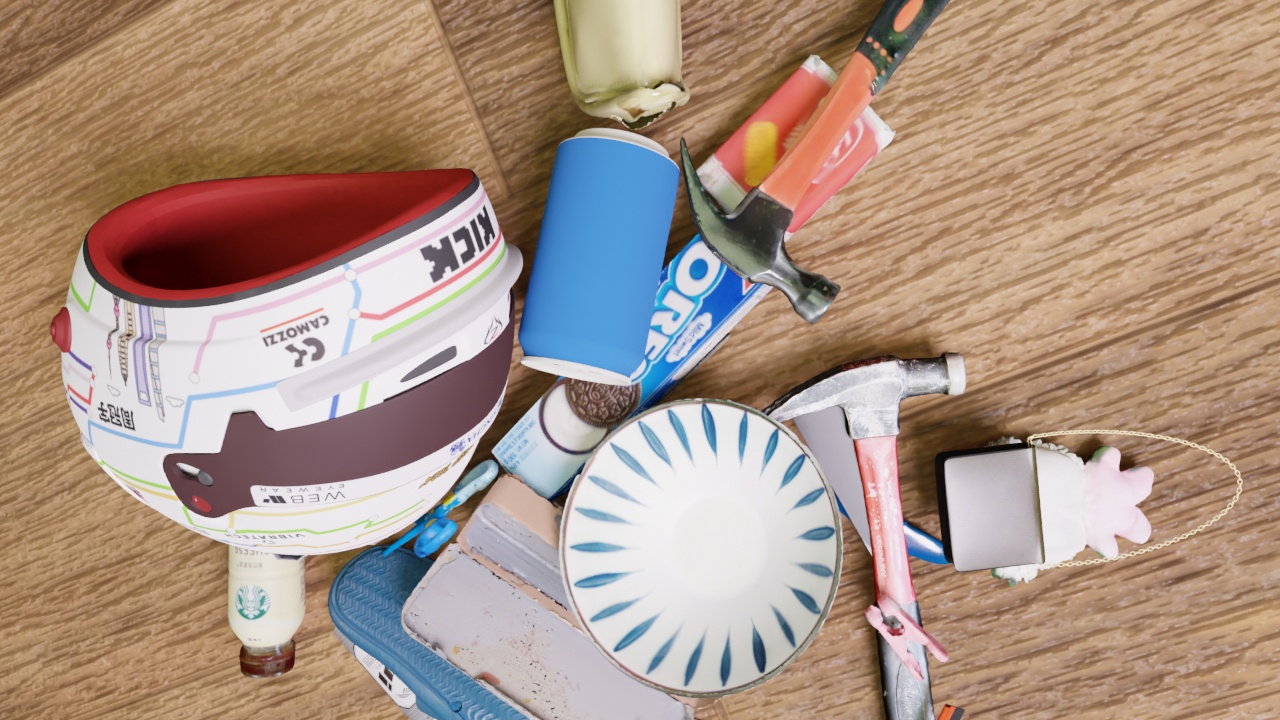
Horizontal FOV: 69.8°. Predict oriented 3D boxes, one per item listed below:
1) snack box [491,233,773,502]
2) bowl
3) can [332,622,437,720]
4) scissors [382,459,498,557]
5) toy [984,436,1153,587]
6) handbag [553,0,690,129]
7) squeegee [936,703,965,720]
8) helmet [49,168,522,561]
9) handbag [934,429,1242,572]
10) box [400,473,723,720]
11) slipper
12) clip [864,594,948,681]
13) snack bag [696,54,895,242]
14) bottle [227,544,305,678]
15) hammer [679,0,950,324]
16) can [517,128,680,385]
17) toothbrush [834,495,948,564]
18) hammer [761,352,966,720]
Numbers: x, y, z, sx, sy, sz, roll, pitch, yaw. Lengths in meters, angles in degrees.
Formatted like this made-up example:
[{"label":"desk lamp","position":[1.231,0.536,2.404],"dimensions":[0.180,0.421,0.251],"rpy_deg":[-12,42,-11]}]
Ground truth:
[{"label":"snack box","position":[-0.004,0.004,0.633],"dimensions":[0.227,0.059,0.059],"rpy_deg":[-45,82,12]},{"label":"bowl","position":[0.043,0.117,0.581],"dimensions":[0.177,0.071,0.177],"rpy_deg":[-5,75,19]},{"label":"can","position":[-0.184,0.227,0.697],"dimensions":[0.044,0.044,0.106],"rpy_deg":[-44,86,12]},{"label":"scissors","position":[-0.141,0.104,0.650],"dimensions":[0.019,0.132,0.104],"rpy_deg":[48,65,-12]},{"label":"toy","position":[0.274,0.094,0.593],"dimensions":[0.109,0.041,0.096],"rpy_deg":[-4,95,6]},{"label":"handbag","position":[-0.017,-0.262,0.558],"dimensions":[0.088,0.190,0.233],"rpy_deg":[-5,107,-5]},{"label":"squeegee","position":[0.082,0.310,0.616],"dimensions":[0.184,0.055,0.250],"rpy_deg":[10,113,-14]},{"label":"helmet","position":[-0.207,0.008,0.584],"dimensions":[0.315,0.230,0.236],"rpy_deg":[3,122,25]},{"label":"handbag","position":[0.274,0.083,0.562],"dimensions":[0.178,0.027,0.084],"rpy_deg":[-7,94,2]},{"label":"box","position":[-0.041,0.184,0.619],"dimensions":[0.216,0.096,0.105],"rpy_deg":[36,129,-3]},{"label":"slipper","position":[-0.130,0.210,0.668],"dimensions":[0.214,0.103,0.059],"rpy_deg":[32,141,12]},{"label":"clip","position":[0.165,0.180,0.589],"dimensions":[0.037,0.022,0.058],"rpy_deg":[-42,86,15]},{"label":"snack bag","position":[0.100,-0.135,0.609],"dimensions":[0.116,0.036,0.077],"rpy_deg":[-44,85,12]},{"label":"bottle","position":[-0.287,0.160,0.705],"dimensions":[0.056,0.056,0.162],"rpy_deg":[3,96,11]},{"label":"hammer","position":[0.150,-0.193,0.567],"dimensions":[0.133,0.033,0.333],"rpy_deg":[36,89,6]},{"label":"can","position":[-0.026,-0.063,0.570],"dimensions":[0.079,0.079,0.146],"rpy_deg":[10,83,11]},{"label":"toothbrush","position":[0.154,0.107,0.630],"dimensions":[0.132,0.016,0.021],"rpy_deg":[27,104,9]},{"label":"hammer","position":[0.160,0.160,0.613],"dimensions":[0.141,0.036,0.326],"rpy_deg":[-8,98,11]}]
